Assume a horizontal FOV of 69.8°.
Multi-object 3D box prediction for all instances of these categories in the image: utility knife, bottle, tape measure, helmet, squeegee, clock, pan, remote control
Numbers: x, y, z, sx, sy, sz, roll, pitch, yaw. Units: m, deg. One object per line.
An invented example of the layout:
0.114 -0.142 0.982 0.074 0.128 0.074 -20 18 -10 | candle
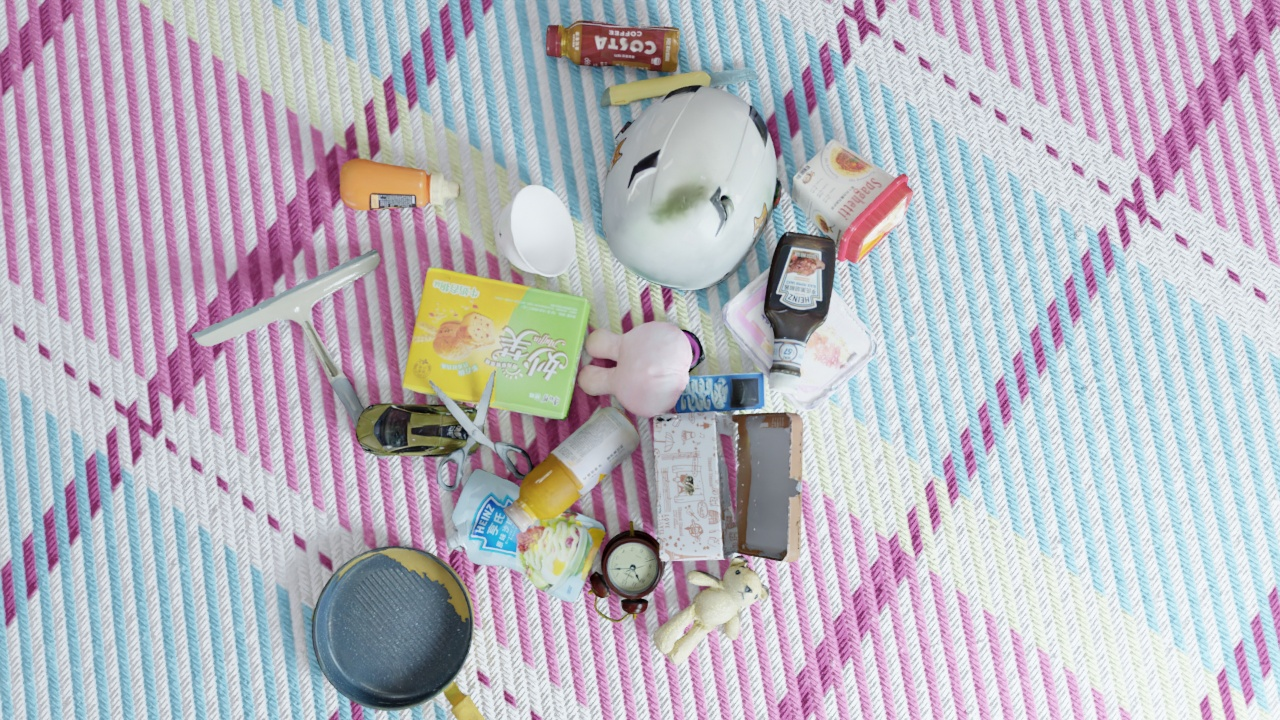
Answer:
0.052 -0.369 1.229 0.216 0.022 0.031 -10 85 5 | utility knife
-0.086 0.137 1.139 0.189 0.068 0.068 -41 86 -14 | bottle
0.052 -0.011 1.182 0.057 0.039 0.058 -39 86 -4 | tape measure
0.066 -0.230 1.146 0.230 0.157 0.274 24 84 1 | helmet
0.190 -0.057 1.128 0.080 0.044 0.194 10 85 1 | bottle
-0.389 0.019 1.174 0.246 0.039 0.246 -31 92 -22 | squeegee
-0.015 0.267 1.145 0.082 0.055 0.122 29 86 2 | clock
-0.249 0.385 1.118 0.197 0.078 0.357 -44 86 -4 | pan
-0.036 -0.417 1.213 0.175 0.057 0.057 4 84 0 | bottle
-0.310 -0.225 1.191 0.149 0.067 0.066 2 84 -8 | bottle
0.102 0.041 1.175 0.125 0.024 0.049 -2 95 -12 | remote control

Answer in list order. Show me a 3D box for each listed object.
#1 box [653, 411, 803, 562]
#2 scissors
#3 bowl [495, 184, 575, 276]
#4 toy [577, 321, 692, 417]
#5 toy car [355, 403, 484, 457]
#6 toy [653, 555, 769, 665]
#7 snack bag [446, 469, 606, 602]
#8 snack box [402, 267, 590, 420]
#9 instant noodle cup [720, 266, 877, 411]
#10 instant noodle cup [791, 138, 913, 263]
0.119 0.153 1.112 0.174 0.152 0.182 -4 84 17 | box
-0.198 0.091 1.129 0.159 0.014 0.180 20 111 -12 | scissors
-0.145 -0.159 1.175 0.065 0.118 0.118 -11 83 37 | bowl
-0.007 0.007 1.154 0.160 0.054 0.121 11 86 33 | toy
-0.277 0.089 1.156 0.158 0.042 0.070 1 84 -13 | toy car
0.085 0.312 1.136 0.157 0.066 0.105 -38 91 -11 | toy
-0.147 0.220 1.158 0.191 0.039 0.110 23 87 4 | snack bag
-0.180 -0.020 1.164 0.210 0.070 0.157 11 84 0 | snack box
0.199 -0.034 1.177 0.138 0.060 0.173 -40 85 -4 | instant noodle cup
0.266 -0.207 1.176 0.116 0.117 0.124 -44 74 -5 | instant noodle cup
